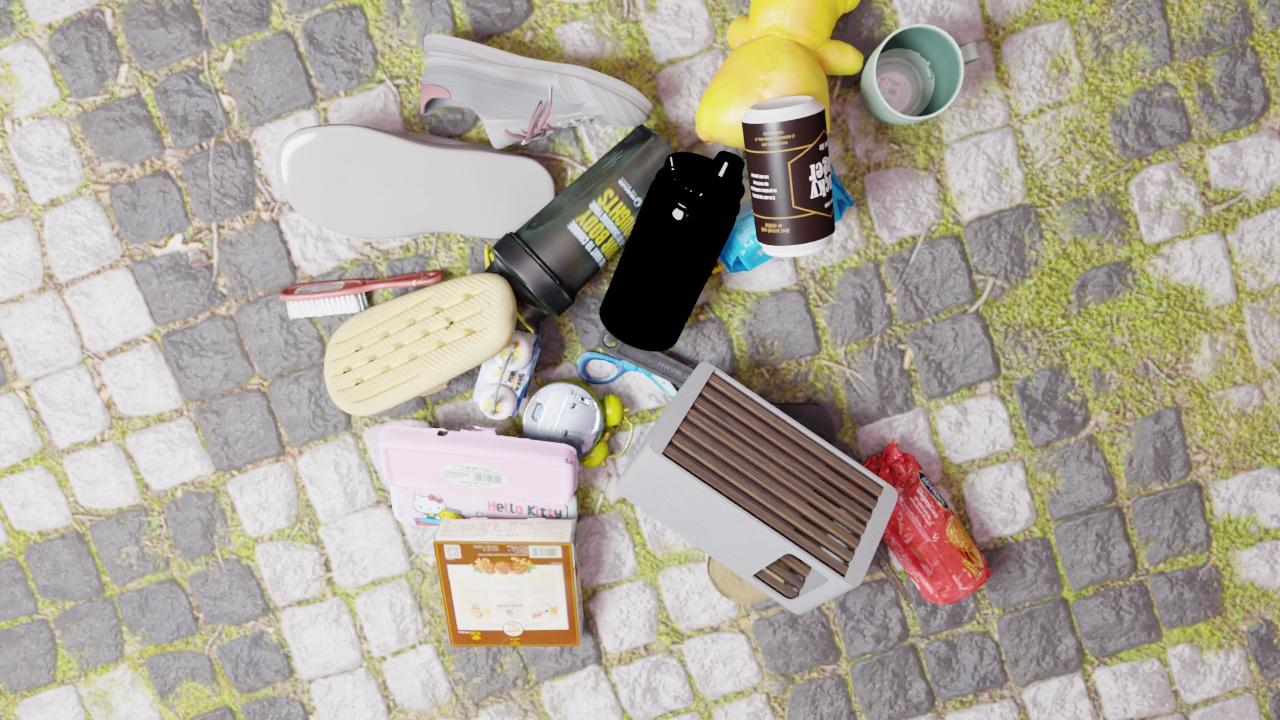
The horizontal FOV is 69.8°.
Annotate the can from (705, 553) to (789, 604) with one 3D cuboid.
[{"bbox_3d":[0.112,0.211,0.974,0.086,0.043,0.086,0,98,2],"label":"can"}]

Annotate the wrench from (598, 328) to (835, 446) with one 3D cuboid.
[{"bbox_3d":[0.081,0.032,0.958,0.273,0.018,0.073,26,99,-5],"label":"wrench"}]

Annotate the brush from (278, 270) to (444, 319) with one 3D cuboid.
[{"bbox_3d":[-0.288,-0.069,0.956,0.172,0.041,0.030,-7,114,1],"label":"brush"}]

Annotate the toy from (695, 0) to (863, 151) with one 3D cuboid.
[{"bbox_3d":[0.138,-0.284,0.860,0.134,0.087,0.193,18,85,11],"label":"toy"}]

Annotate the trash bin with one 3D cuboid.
[{"bbox_3d":[0.110,0.127,0.897,0.229,0.115,0.114,34,58,1],"label":"trash bin"}]

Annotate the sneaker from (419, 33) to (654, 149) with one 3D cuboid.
[{"bbox_3d":[-0.108,-0.245,0.896,0.236,0.099,0.089,16,97,7],"label":"sneaker"}]

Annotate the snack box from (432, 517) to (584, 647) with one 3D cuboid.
[{"bbox_3d":[-0.135,0.235,0.964,0.143,0.041,0.147,-1,118,3],"label":"snack box"}]

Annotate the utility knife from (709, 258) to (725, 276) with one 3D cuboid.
[{"bbox_3d":[0.129,-0.134,0.943,0.159,0.017,0.030,-29,105,2],"label":"utility knife"}]

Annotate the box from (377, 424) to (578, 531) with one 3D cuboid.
[{"bbox_3d":[-0.164,0.131,0.947,0.201,0.037,0.153,6,129,2],"label":"box"}]

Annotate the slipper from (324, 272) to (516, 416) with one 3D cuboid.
[{"bbox_3d":[-0.210,-0.010,0.917,0.262,0.079,0.111,-19,66,32],"label":"slipper"}]

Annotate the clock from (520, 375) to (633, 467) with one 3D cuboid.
[{"bbox_3d":[-0.066,0.065,0.953,0.119,0.057,0.083,22,97,-1],"label":"clock"}]

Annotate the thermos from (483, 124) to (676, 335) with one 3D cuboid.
[{"bbox_3d":[-0.056,-0.133,0.905,0.221,0.098,0.098,-44,94,-1],"label":"thermos"}]

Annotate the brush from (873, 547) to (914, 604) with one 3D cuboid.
[{"bbox_3d":[0.236,0.192,0.917,0.008,0.143,0.045,-38,103,7],"label":"brush"}]

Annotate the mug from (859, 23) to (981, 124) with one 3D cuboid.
[{"bbox_3d":[0.266,-0.271,0.873,0.111,0.104,0.084,-22,96,5],"label":"mug"}]

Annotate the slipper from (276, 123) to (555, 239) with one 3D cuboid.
[{"bbox_3d":[-0.221,-0.184,0.925,0.265,0.080,0.113,2,119,-13],"label":"slipper"}]

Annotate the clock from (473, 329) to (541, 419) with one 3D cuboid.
[{"bbox_3d":[-0.132,0.011,0.915,0.052,0.125,0.089,18,96,-7],"label":"clock"}]

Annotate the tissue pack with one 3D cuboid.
[{"bbox_3d":[0.125,-0.154,0.905,0.144,0.062,0.093,-28,71,3],"label":"tissue pack"}]

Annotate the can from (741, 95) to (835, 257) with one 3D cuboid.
[{"bbox_3d":[0.131,-0.162,0.809,0.072,0.071,0.129,-10,114,3],"label":"can"}]

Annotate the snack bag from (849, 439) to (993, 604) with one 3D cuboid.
[{"bbox_3d":[0.285,0.173,0.945,0.082,0.082,0.176,-36,95,6],"label":"snack bag"}]

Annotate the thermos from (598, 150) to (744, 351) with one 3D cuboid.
[{"bbox_3d":[0.032,-0.110,0.869,0.086,0.085,0.199,24,127,-1],"label":"thermos"}]

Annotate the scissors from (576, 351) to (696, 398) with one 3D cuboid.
[{"bbox_3d":[-0.004,0.008,0.967,0.118,0.013,0.140,-41,96,4],"label":"scissors"}]
